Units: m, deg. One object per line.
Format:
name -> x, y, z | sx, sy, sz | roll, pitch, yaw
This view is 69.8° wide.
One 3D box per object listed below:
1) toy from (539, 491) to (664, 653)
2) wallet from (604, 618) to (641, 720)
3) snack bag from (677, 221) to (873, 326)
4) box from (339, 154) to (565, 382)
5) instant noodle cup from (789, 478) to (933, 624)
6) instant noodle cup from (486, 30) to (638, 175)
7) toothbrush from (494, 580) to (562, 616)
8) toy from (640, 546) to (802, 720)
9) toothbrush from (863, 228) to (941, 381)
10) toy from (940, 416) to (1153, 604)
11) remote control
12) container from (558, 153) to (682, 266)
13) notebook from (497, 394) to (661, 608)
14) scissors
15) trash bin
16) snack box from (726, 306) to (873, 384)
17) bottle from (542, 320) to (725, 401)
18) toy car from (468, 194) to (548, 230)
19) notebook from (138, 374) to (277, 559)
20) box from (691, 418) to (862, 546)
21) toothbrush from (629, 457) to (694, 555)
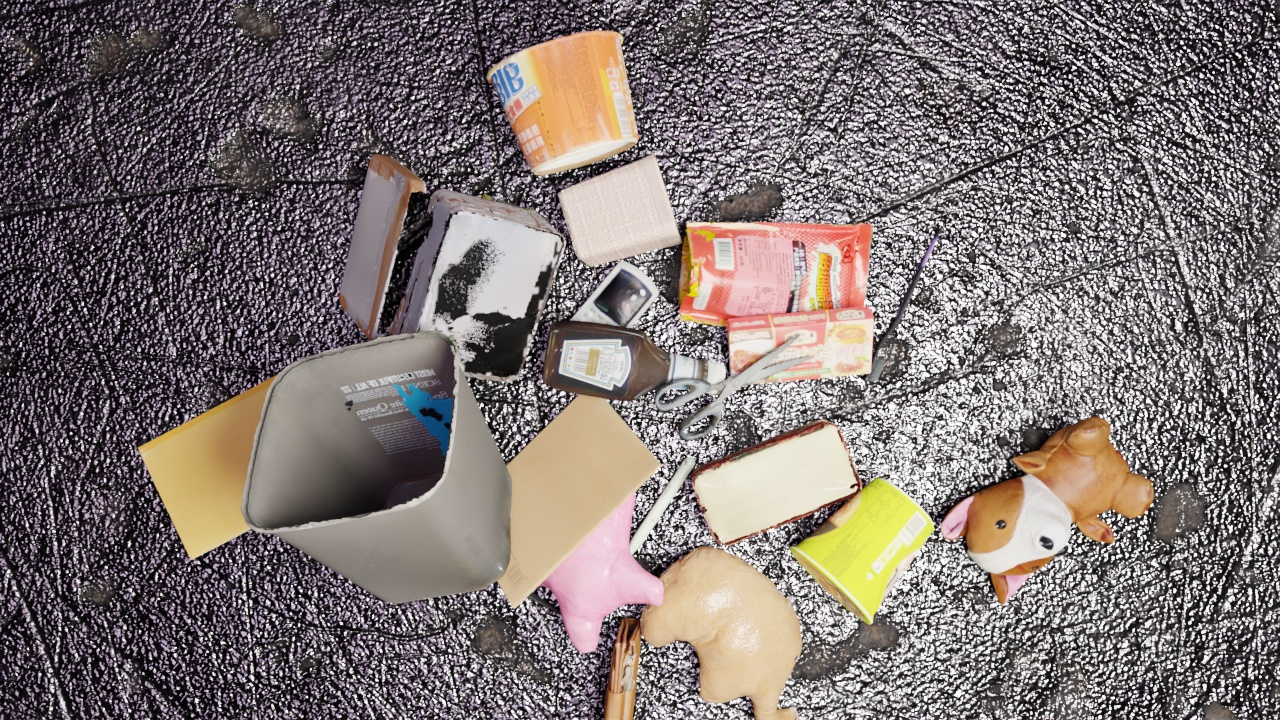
toy -> -0.052, 0.204, 0.977 | 0.195, 0.074, 0.178 | 34, 93, 29
wallet -> -0.020, 0.350, 0.969 | 0.031, 0.108, 0.132 | 5, 89, 5
snack bag -> 0.148, -0.090, 0.998 | 0.208, 0.073, 0.128 | 2, 95, -5
box -> -0.204, -0.098, 0.988 | 0.157, 0.205, 0.181 | 6, 110, -37
instant noodle cup -> 0.239, 0.193, 0.967 | 0.111, 0.112, 0.123 | 44, 82, 3
instant noodle cup -> -0.075, -0.268, 0.974 | 0.151, 0.151, 0.111 | -17, 96, 2
toothbrush -> -0.137, 0.256, 1.024 | 0.181, 0.018, 0.015 | 29, 93, 5
toy -> 0.109, 0.301, 0.983 | 0.143, 0.082, 0.226 | -44, 91, 1
toothbrush -> 0.292, -0.060, 1.011 | 0.017, 0.014, 0.189 | 26, 90, -4
toy -> 0.420, 0.156, 0.952 | 0.200, 0.130, 0.140 | -37, 93, 11
remote control -> -0.045, -0.040, 1.024 | 0.058, 0.021, 0.150 | 40, 91, 3
container -> -0.022, -0.158, 0.994 | 0.111, 0.090, 0.090 | -17, 88, 5
notebook -> -0.092, 0.140, 0.981 | 0.211, 0.012, 0.149 | -44, 48, 1
scissors -> 0.095, 0.027, 0.983 | 0.165, 0.014, 0.164 | 10, 125, -17
trash bin -> -0.235, 0.118, 0.906 | 0.199, 0.220, 0.198 | -11, 52, 9
snack box -> 0.172, -0.015, 0.989 | 0.153, 0.025, 0.075 | -5, 128, 3
bottle -> -0.006, 0.006, 0.996 | 0.195, 0.044, 0.080 | 9, 105, -7
toy car -> -0.149, -0.154, 1.025 | 0.090, 0.035, 0.042 | 19, 88, 2
notebook -> -0.453, 0.117, 1.046 | 0.206, 0.010, 0.146 | -28, 87, 2
box -> 0.143, 0.128, 0.982 | 0.168, 0.077, 0.091 | -22, 88, 2
toothbrush -> 0.004, 0.186, 1.017 | 0.020, 0.029, 0.189 | 36, 89, -39
